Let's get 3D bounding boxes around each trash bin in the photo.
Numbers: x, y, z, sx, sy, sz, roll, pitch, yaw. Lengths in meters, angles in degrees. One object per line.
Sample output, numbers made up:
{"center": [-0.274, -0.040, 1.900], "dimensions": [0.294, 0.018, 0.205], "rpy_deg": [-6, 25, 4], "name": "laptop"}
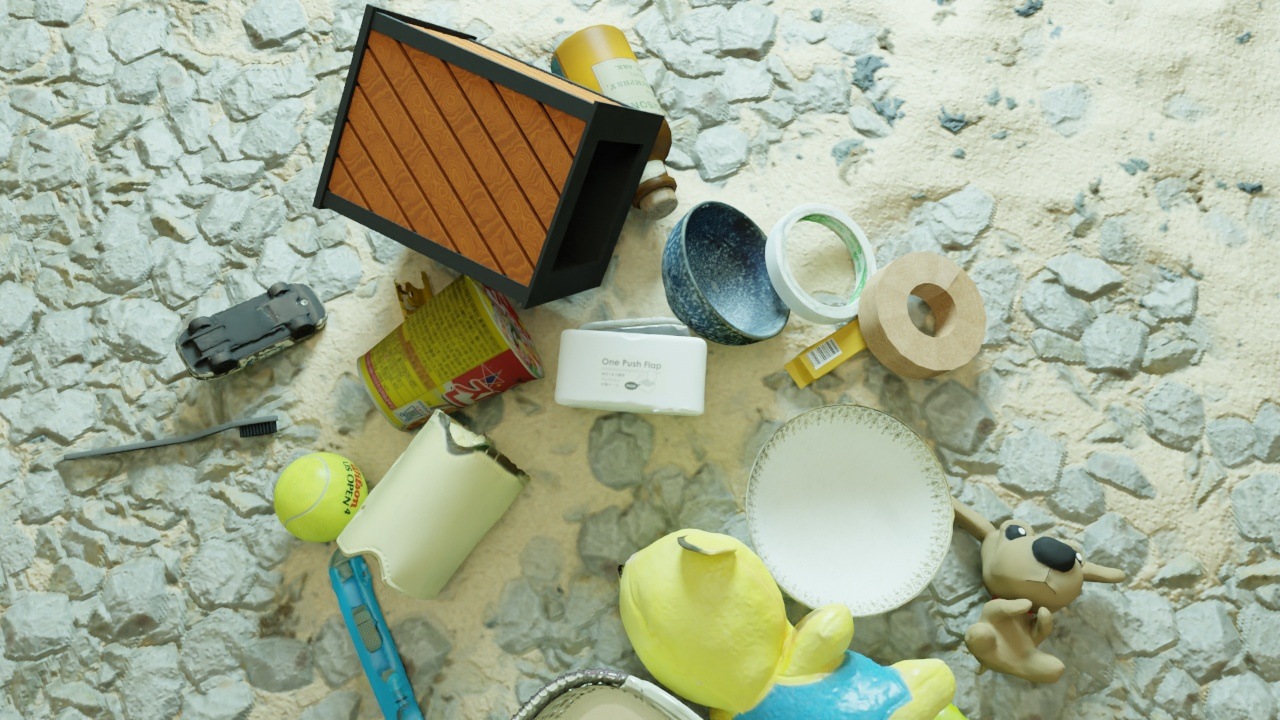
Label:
{"center": [-0.104, -0.144, 0.657], "dimensions": [0.172, 0.139, 0.140], "rpy_deg": [26, 108, 12], "name": "trash bin"}

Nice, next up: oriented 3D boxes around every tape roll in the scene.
{"center": [0.140, -0.075, 0.709], "dimensions": [0.093, 0.018, 0.093], "rpy_deg": [7, 72, -23], "name": "tape roll"}
{"center": [0.214, -0.034, 0.697], "dimensions": [0.094, 0.027, 0.094], "rpy_deg": [4, 74, -15], "name": "tape roll"}

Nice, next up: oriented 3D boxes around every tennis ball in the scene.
{"center": [-0.234, 0.100, 0.672], "dimensions": [0.065, 0.065, 0.065], "rpy_deg": [0, 76, 2], "name": "tennis ball"}

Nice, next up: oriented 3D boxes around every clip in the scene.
{"center": [-0.180, -0.046, 0.722], "dimensions": [0.048, 0.046, 0.054], "rpy_deg": [-29, 73, 40], "name": "clip"}

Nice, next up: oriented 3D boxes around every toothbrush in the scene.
{"center": [-0.365, 0.062, 0.713], "dimensions": [0.167, 0.013, 0.013], "rpy_deg": [-9, 84, 0], "name": "toothbrush"}

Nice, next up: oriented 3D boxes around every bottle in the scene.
{"center": [-0.014, -0.186, 0.735], "dimensions": [0.068, 0.068, 0.157], "rpy_deg": [-23, 76, -4], "name": "bottle"}

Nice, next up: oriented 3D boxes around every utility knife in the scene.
{"center": [-0.190, 0.214, 0.670], "dimensions": [0.031, 0.015, 0.174], "rpy_deg": [-28, 78, 0], "name": "utility knife"}

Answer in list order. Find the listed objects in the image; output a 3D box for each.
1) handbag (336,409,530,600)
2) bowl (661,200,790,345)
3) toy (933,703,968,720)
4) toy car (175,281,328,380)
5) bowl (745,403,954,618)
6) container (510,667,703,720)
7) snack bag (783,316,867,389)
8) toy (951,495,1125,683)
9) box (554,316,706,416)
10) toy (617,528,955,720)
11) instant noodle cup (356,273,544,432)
{"center": [-0.145, 0.099, 0.646], "dimensions": [0.081, 0.111, 0.119], "rpy_deg": [37, 80, 10], "name": "handbag"}
{"center": [0.055, -0.058, 0.698], "dimensions": [0.114, 0.061, 0.114], "rpy_deg": [21, 56, -34], "name": "bowl"}
{"center": [0.214, 0.298, 0.620], "dimensions": [0.092, 0.043, 0.118], "rpy_deg": [-39, 80, 0], "name": "toy"}
{"center": [-0.303, -0.022, 0.722], "dimensions": [0.112, 0.041, 0.048], "rpy_deg": [-29, 76, -24], "name": "toy car"}
{"center": [0.143, 0.109, 0.659], "dimensions": [0.145, 0.063, 0.145], "rpy_deg": [0, 76, 1], "name": "bowl"}
{"center": [-0.039, 0.320, 0.572], "dimensions": [0.185, 0.143, 0.251], "rpy_deg": [38, 80, 12], "name": "container"}
{"center": [0.157, -0.013, 0.711], "dimensions": [0.099, 0.020, 0.026], "rpy_deg": [-33, 82, -7], "name": "snack bag"}
{"center": [0.261, 0.161, 0.630], "dimensions": [0.134, 0.106, 0.108], "rpy_deg": [24, 67, 11], "name": "toy"}
{"center": [-0.003, -0.008, 0.673], "dimensions": [0.107, 0.102, 0.095], "rpy_deg": [6, 87, 3], "name": "box"}
{"center": [0.074, 0.195, 0.603], "dimensions": [0.214, 0.149, 0.083], "rpy_deg": [37, 37, 7], "name": "toy"}
{"center": [-0.144, -0.001, 0.687], "dimensions": [0.112, 0.100, 0.100], "rpy_deg": [-32, 77, 3], "name": "instant noodle cup"}
